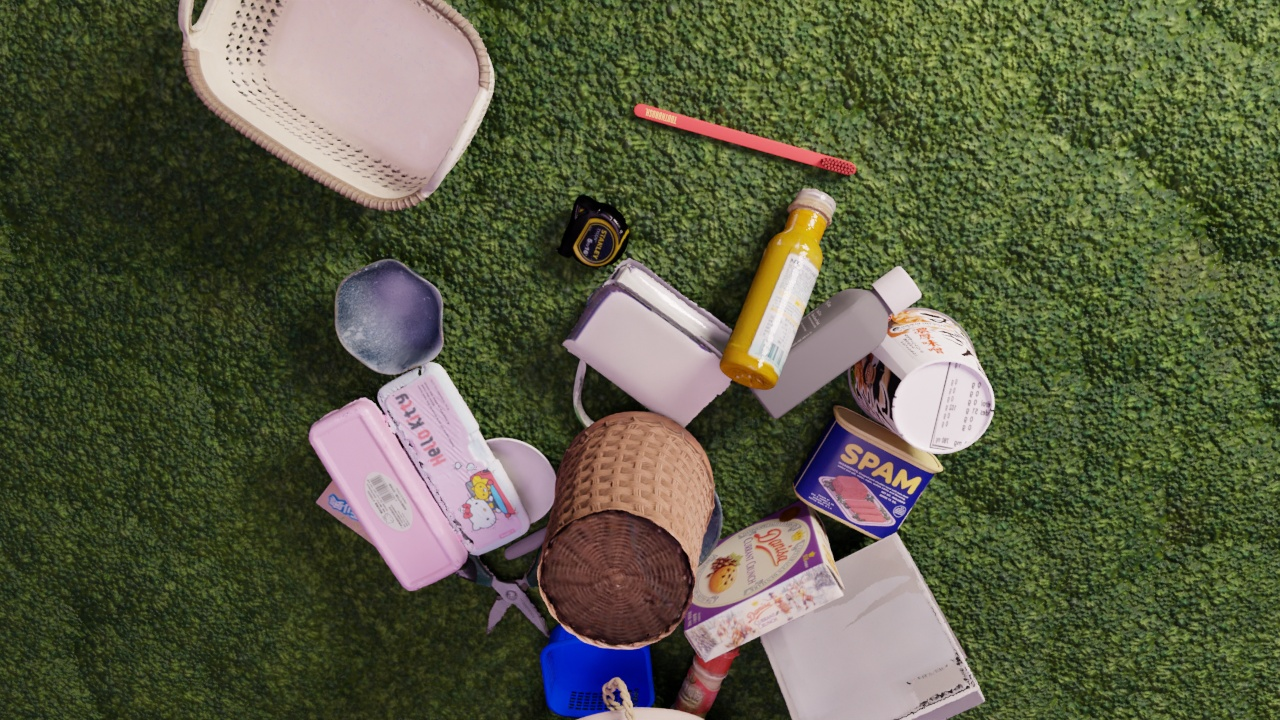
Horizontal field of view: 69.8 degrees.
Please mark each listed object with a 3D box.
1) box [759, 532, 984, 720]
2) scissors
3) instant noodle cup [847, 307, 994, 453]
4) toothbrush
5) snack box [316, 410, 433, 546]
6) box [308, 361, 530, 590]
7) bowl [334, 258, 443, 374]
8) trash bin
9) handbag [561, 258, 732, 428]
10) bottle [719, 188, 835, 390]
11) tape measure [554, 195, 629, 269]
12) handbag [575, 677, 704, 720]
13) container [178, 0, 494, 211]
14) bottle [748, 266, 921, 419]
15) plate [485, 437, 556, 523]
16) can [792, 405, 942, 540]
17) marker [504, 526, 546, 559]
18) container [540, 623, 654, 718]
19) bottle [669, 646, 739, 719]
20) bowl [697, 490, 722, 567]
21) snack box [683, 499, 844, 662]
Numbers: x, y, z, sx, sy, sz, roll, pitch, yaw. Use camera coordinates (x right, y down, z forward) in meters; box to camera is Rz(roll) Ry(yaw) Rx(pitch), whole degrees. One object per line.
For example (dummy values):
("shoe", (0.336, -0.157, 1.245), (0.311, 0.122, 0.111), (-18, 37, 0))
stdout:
("box", (0.253, 0.304, 1.006), (0.167, 0.422, 0.173), (-28, 72, 10))
("scissors", (-0.126, 0.209, 0.960), (0.203, 0.015, 0.202), (-30, 111, 17))
("instant noodle cup", (0.262, 0.024, 0.842), (0.123, 0.121, 0.124), (1, 105, 3))
("toothbrush", (0.097, -0.203, 0.844), (0.212, 0.017, 0.012), (15, 106, -1))
("snack box", (-0.255, 0.115, 0.947), (0.087, 0.034, 0.151), (39, 104, -7))
("box", (-0.217, 0.118, 0.907), (0.152, 0.038, 0.201), (-26, 102, 11))
("bowl", (-0.237, -0.046, 0.891), (0.110, 0.055, 0.110), (1, 106, 3))
("trash bin", (-0.010, 0.146, 0.788), (0.151, 0.209, 0.151), (1, 106, 3))
("handbag", (-0.005, 0.005, 0.893), (0.151, 0.073, 0.176), (35, 124, -5))
("bottle", (0.127, -0.067, 0.824), (0.053, 0.053, 0.186), (24, 75, -3))
("tape measure", (-0.041, -0.119, 0.868), (0.061, 0.034, 0.062), (26, 117, 1))
("handbag", (-0.016, 0.430, 0.954), (0.211, 0.103, 0.208), (-30, 132, 22))
("container", (-0.245, -0.251, 0.790), (0.246, 0.142, 0.185), (33, 104, -6))
("bottle", (0.179, -0.022, 0.856), (0.174, 0.083, 0.046), (-37, 100, 11))
("plate", (-0.135, 0.121, 0.941), (0.104, 0.026, 0.104), (1, 114, 3))
("can", (0.220, 0.113, 0.904), (0.116, 0.056, 0.092), (27, 106, -4))
("marker", (-0.085, 0.174, 0.964), (0.139, 0.016, 0.022), (-28, 71, 11))
("container", (-0.043, 0.323, 0.978), (0.114, 0.058, 0.096), (-4, 105, 5))
("bottle", (0.067, 0.344, 0.985), (0.044, 0.044, 0.109), (21, 106, -2))
("bowl", (0.013, 0.149, 0.926), (0.137, 0.057, 0.137), (1, 105, 3))
("snack box", (0.115, 0.209, 0.892), (0.148, 0.143, 0.040), (-30, 102, 11))
